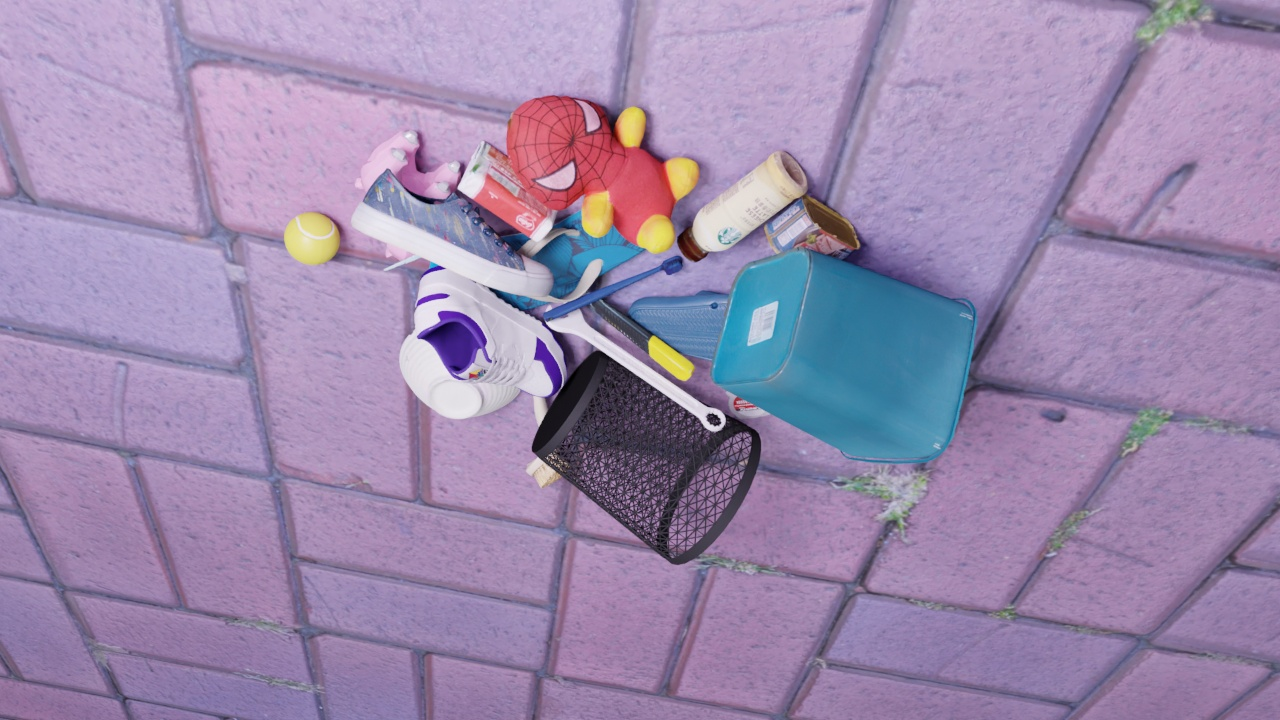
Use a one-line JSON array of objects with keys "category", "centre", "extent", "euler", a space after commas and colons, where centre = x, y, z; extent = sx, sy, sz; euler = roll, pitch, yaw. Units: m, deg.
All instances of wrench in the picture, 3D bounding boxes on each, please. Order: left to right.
[{"category": "wrench", "centre": [-0.007, 0.007, 1.179], "extent": [0.273, 0.047, 0.009], "euler": [34, 143, 6]}]

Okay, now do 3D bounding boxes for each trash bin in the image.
[{"category": "trash bin", "centre": [-0.001, 0.119, 1.241], "extent": [0.243, 0.216, 0.218], "euler": [34, 129, -13]}, {"category": "trash bin", "centre": [0.218, -0.010, 1.031], "extent": [0.218, 0.199, 0.197], "euler": [21, 166, -24]}]

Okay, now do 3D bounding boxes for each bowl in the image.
[{"category": "bowl", "centre": [-0.251, 0.031, 1.268], "extent": [0.177, 0.070, 0.178], "euler": [1, 130, 1]}]

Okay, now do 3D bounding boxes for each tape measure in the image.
[{"category": "tape measure", "centre": [0.152, 0.052, 1.270], "extent": [0.060, 0.020, 0.062], "euler": [-6, 132, 14]}]

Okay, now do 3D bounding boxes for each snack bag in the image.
[{"category": "snack bag", "centre": [-0.148, -0.193, 1.052], "extent": [0.116, 0.076, 0.036], "euler": [33, 127, -20]}]

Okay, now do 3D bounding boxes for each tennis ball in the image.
[{"category": "tennis ball", "centre": [-0.408, -0.151, 1.140], "extent": [0.065, 0.065, 0.065], "euler": [5, 133, 5]}]

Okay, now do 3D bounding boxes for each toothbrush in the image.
[{"category": "toothbrush", "centre": [-0.035, -0.087, 1.146], "extent": [0.190, 0.017, 0.016], "euler": [-22, 134, 11]}]

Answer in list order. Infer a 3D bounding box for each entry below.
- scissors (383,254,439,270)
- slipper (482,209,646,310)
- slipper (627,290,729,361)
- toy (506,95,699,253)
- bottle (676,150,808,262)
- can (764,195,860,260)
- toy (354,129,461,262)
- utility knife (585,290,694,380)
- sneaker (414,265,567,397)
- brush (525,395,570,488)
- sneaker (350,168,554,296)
[{"category": "scissors", "centre": [-0.249, -0.134, 1.105], "extent": [0.133, 0.014, 0.127], "euler": [-25, 156, 16]}, {"category": "slipper", "centre": [-0.107, -0.118, 1.129], "extent": [0.296, 0.060, 0.118], "euler": [-20, 130, 25]}, {"category": "slipper", "centre": [0.085, -0.050, 1.161], "extent": [0.214, 0.059, 0.104], "euler": [7, 133, 23]}, {"category": "toy", "centre": [-0.048, -0.207, 0.997], "extent": [0.216, 0.147, 0.099], "euler": [26, 159, -17]}, {"category": "bottle", "centre": [0.112, -0.170, 1.046], "extent": [0.056, 0.056, 0.162], "euler": [38, 127, -24]}, {"category": "can", "centre": [0.197, -0.141, 1.047], "extent": [0.099, 0.053, 0.059], "euler": [19, 135, -38]}, {"category": "toy", "centre": [-0.278, -0.187, 1.087], "extent": [0.123, 0.067, 0.158], "euler": [33, 133, -19]}, {"category": "utility knife", "centre": [-0.004, -0.034, 1.174], "extent": [0.174, 0.020, 0.029], "euler": [37, 143, -2]}, {"category": "sneaker", "centre": [-0.186, -0.009, 1.156], "extent": [0.092, 0.110, 0.244], "euler": [-27, 128, 32]}, {"category": "brush", "centre": [-0.143, 0.081, 1.323], "extent": [0.077, 0.061, 0.273], "euler": [22, 134, 27]}, {"category": "sneaker", "centre": [-0.197, -0.140, 1.025], "extent": [0.235, 0.087, 0.079], "euler": [21, 98, -22]}]
